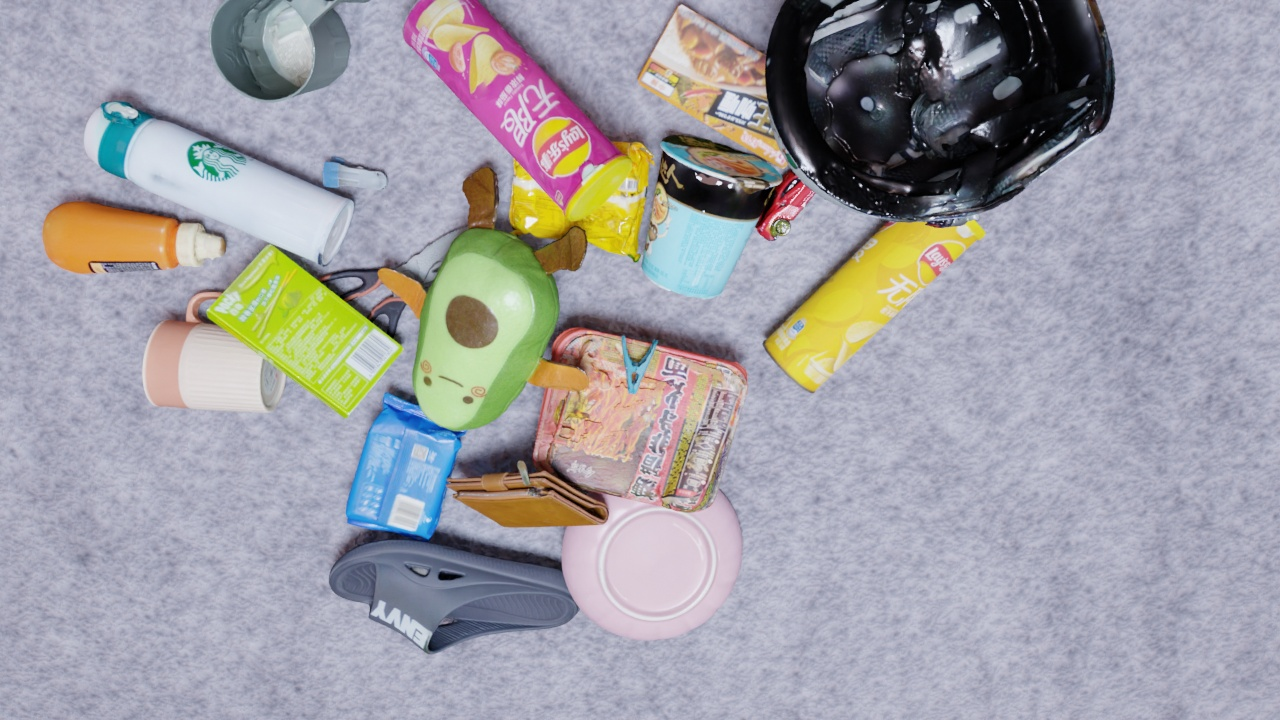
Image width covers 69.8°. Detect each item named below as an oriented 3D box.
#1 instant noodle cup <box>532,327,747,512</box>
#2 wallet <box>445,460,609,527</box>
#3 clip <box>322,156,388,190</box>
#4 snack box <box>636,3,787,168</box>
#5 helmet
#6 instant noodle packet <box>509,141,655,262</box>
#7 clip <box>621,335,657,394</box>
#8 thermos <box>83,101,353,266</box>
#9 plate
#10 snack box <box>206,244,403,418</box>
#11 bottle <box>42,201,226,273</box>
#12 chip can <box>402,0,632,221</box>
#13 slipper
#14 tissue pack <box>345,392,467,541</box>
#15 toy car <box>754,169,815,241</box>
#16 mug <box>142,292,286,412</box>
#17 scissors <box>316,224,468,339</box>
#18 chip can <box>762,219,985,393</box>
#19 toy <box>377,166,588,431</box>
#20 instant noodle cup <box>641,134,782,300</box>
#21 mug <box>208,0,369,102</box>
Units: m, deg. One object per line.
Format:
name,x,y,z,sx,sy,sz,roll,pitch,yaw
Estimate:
instant noodle cup,-0.003,0.052,0.891,0.189,0.079,0.165,14,110,-4
wallet,-0.116,0.137,0.901,0.131,0.035,0.119,-8,145,33
clip,-0.261,-0.170,0.844,0.058,0.042,0.026,9,110,-6
snack box,0.081,-0.239,0.804,0.153,0.026,0.075,28,110,-10
helmet,0.217,-0.218,0.732,0.274,0.157,0.230,-26,92,-4
instant noodle packet,-0.052,-0.152,0.822,0.128,0.044,0.111,14,118,12
clip,-0.005,0.005,0.827,0.033,0.013,0.054,8,104,-4
thermos,-0.376,-0.161,0.822,0.224,0.073,0.073,23,110,-7
plate,0.015,0.204,0.947,0.192,0.039,0.192,-1,99,-7
snack box,-0.310,-0.026,0.855,0.156,0.026,0.085,39,67,-13
bottle,-0.464,-0.110,0.851,0.149,0.066,0.067,3,111,-8
chip can,-0.103,-0.214,0.759,0.071,0.071,0.210,-44,84,16
slipper,-0.194,0.254,0.958,0.268,0.083,0.111,9,133,-6
tissue pack,-0.238,0.111,0.934,0.095,0.052,0.157,19,111,-8
toy car,0.142,-0.155,0.824,0.031,0.049,0.106,37,109,-14
mug,-0.404,-0.008,0.883,0.106,0.082,0.114,5,82,-3
scissors,-0.234,-0.062,0.887,0.201,0.015,0.206,13,110,-4
chip can,0.211,-0.066,0.846,0.072,0.072,0.214,40,108,-13
toy,-0.141,-0.037,0.830,0.227,0.089,0.247,30,114,16
instant noodle cup,0.054,-0.123,0.814,0.111,0.111,0.121,16,117,-5
mug,-0.279,-0.273,0.758,0.124,0.103,0.083,-34,107,12
